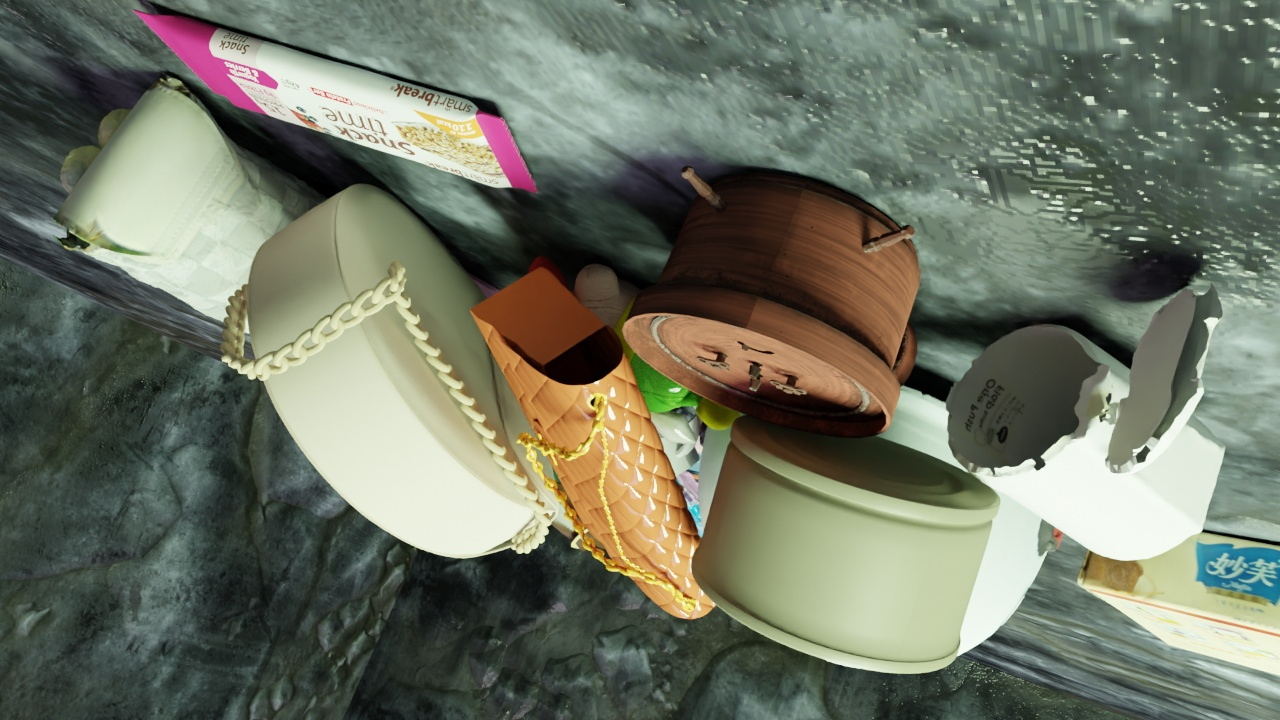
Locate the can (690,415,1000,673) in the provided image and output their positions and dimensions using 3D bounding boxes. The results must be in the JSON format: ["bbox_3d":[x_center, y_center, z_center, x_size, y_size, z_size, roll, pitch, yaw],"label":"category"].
[{"bbox_3d":[0.094,0.079,0.429,0.128,0.073,0.127,13,-171,-2],"label":"can"}]

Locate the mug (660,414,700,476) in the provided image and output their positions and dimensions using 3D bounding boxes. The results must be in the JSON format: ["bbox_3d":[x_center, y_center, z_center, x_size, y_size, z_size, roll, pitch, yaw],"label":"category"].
[{"bbox_3d":[0.001,0.044,0.672,0.105,0.073,0.089,-25,91,43],"label":"mug"}]

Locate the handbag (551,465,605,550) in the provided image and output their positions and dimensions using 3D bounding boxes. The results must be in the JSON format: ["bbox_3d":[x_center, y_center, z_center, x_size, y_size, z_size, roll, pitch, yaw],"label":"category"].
[{"bbox_3d":[-0.057,0.082,0.700,0.138,0.063,0.166,47,-173,-2],"label":"handbag"}]

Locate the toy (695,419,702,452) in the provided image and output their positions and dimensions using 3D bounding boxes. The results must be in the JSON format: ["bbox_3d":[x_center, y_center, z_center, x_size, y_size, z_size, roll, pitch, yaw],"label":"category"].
[{"bbox_3d":[0.031,0.048,0.752,0.093,0.050,0.102,19,170,-2],"label":"toy"}]

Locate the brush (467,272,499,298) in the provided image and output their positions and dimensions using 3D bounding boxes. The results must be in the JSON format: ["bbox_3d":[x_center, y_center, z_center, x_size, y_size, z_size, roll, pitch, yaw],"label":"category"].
[{"bbox_3d":[-0.104,-0.017,0.734,0.228,0.043,0.089,30,164,-28],"label":"brush"}]

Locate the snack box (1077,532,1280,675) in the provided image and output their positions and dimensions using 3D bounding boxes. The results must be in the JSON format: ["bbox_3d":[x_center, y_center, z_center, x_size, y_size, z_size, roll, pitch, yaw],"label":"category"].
[{"bbox_3d":[0.420,0.166,0.588,0.153,0.055,0.208,31,164,-34],"label":"snack box"}]

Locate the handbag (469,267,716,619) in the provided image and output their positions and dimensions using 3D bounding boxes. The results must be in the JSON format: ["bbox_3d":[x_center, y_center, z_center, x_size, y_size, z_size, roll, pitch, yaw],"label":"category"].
[{"bbox_3d":[-0.021,0.052,0.473,0.109,0.060,0.172,38,157,49],"label":"handbag"}]

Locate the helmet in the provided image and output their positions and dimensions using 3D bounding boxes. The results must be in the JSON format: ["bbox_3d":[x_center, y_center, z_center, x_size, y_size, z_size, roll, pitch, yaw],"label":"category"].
[{"bbox_3d":[0.138,0.111,0.598,0.237,0.163,0.264,15,164,21],"label":"helmet"}]

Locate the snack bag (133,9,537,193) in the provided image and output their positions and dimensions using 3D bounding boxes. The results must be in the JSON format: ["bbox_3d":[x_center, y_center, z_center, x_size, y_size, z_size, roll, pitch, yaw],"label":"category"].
[{"bbox_3d":[-0.146,-0.124,0.447,0.196,0.016,0.070,19,167,12],"label":"snack bag"}]

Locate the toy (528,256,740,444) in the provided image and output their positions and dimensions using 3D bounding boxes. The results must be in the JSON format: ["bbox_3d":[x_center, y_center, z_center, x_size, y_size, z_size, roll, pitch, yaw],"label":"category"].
[{"bbox_3d":[-0.008,0.007,0.551,0.131,0.096,0.124,7,128,-2],"label":"toy"}]

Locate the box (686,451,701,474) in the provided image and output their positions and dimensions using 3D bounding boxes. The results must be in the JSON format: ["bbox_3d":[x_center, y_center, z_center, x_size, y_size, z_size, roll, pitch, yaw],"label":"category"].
[{"bbox_3d":[0.031,0.082,0.891,0.210,0.049,0.120,10,163,36],"label":"box"}]

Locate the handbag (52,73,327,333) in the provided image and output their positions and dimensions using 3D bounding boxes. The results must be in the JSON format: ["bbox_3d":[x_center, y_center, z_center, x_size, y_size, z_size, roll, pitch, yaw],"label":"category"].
[{"bbox_3d":[-0.272,-0.088,0.593,0.123,0.112,0.171,24,170,37],"label":"handbag"}]

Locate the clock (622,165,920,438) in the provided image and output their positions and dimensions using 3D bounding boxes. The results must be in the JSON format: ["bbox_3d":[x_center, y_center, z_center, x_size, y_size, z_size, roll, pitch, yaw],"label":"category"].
[{"bbox_3d":[0.062,-0.019,0.408,0.120,0.072,0.158,18,165,15],"label":"clock"}]

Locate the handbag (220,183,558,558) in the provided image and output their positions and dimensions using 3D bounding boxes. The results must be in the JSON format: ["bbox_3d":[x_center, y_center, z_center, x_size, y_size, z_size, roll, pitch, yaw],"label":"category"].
[{"bbox_3d":[-0.127,0.001,0.541,0.208,0.103,0.210,51,-167,-42],"label":"handbag"}]

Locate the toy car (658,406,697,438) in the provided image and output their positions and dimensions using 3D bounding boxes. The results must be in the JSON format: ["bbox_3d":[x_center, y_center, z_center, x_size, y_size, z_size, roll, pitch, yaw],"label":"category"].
[{"bbox_3d":[-0.004,0.004,0.615,0.105,0.048,0.033,46,-157,-11],"label":"toy car"}]

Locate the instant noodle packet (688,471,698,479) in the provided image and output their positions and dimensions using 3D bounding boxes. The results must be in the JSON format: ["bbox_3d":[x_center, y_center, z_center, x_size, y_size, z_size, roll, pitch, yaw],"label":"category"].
[{"bbox_3d":[-0.026,0.119,1.092,0.220,0.084,0.165,21,165,-36],"label":"instant noodle packet"}]

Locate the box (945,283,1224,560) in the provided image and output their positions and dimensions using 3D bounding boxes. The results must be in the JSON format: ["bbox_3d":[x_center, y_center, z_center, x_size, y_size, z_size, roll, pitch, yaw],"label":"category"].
[{"bbox_3d":[0.198,0.028,0.370,0.136,0.083,0.144,29,170,-22],"label":"box"}]

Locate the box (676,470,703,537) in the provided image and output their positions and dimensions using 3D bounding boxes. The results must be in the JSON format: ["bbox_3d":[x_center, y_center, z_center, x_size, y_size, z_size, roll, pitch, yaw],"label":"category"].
[{"bbox_3d":[-0.026,0.113,0.887,0.159,0.066,0.230,-13,123,51],"label":"box"}]
